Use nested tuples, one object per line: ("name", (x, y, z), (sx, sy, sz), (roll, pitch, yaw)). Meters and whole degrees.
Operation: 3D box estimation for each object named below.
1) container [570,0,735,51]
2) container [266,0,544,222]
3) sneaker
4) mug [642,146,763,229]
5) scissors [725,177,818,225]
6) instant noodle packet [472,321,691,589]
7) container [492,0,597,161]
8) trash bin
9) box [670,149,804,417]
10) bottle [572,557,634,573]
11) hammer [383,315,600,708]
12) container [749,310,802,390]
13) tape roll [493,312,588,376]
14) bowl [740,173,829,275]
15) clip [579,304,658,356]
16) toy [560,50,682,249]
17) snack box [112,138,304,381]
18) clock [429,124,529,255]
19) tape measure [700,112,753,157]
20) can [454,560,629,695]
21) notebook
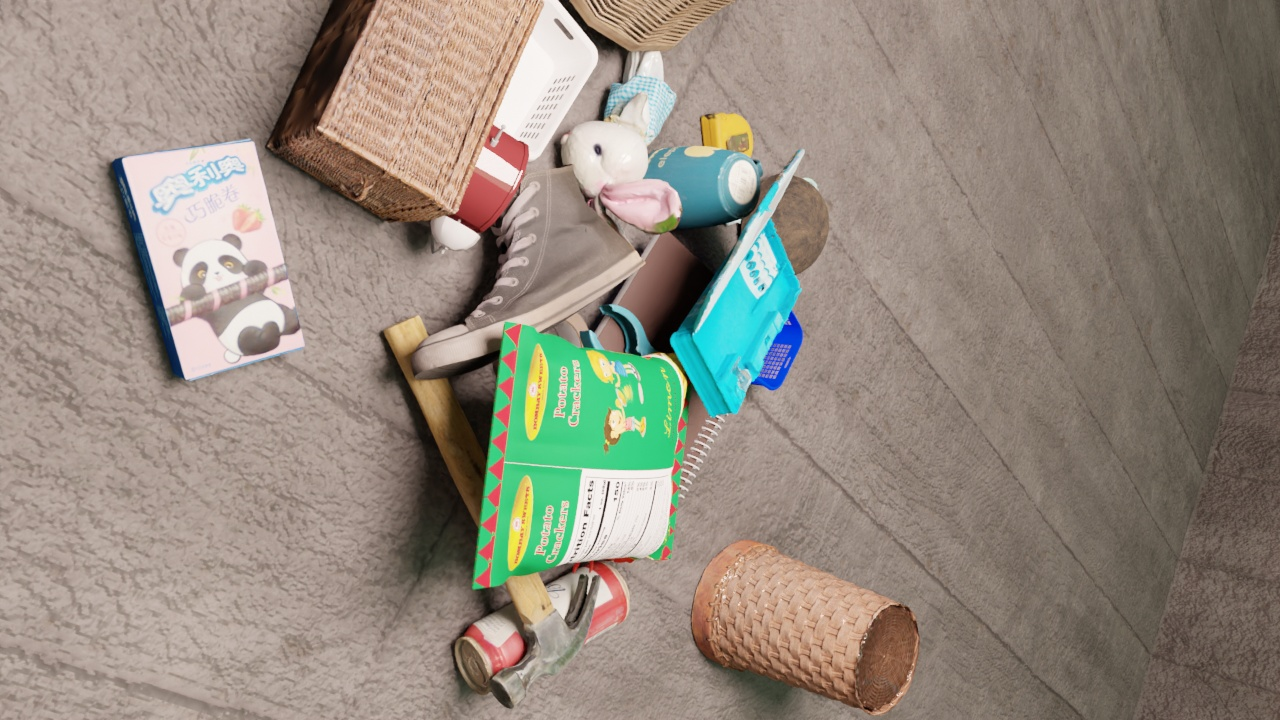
("container", (0.044, -0.392, 0.779), (0.226, 0.197, 0.226), (10, 75, -38))
("container", (-0.175, -0.212, 0.685), (0.112, 0.114, 0.198), (28, 76, -38))
("sneaker", (-0.111, -0.074, 0.763), (0.234, 0.095, 0.120), (-36, 95, -29))
("mug", (0.073, -0.180, 0.928), (0.111, 0.104, 0.084), (-32, 117, -35))
("scissors", (0.157, -0.171, 1.072), (0.175, 0.033, 0.072), (-16, 109, -36))
("instant noodle packet", (-0.035, 0.079, 0.766), (0.252, 0.090, 0.195), (8, 89, -53))
("container", (-0.102, -0.243, 0.793), (0.080, 0.050, 0.129), (43, 67, -38))
("trash bin", (0.183, 0.298, 1.028), (0.151, 0.210, 0.151), (-6, 99, -42))
("box", (0.096, -0.079, 0.868), (0.226, 0.074, 0.181), (-55, 147, -46))
("bottle", (-0.031, 0.152, 0.884), (0.111, 0.099, 0.099), (31, 75, -41))
("hammer", (-0.132, 0.118, 0.783), (0.131, 0.033, 0.330), (-31, 104, -40))
("container", (0.121, -0.029, 1.027), (0.114, 0.058, 0.096), (44, 66, -38))
("tape roll", (-0.090, -0.007, 0.851), (0.093, 0.030, 0.094), (-7, 101, -43))
("bowl", (0.177, -0.150, 1.049), (0.121, 0.056, 0.121), (-16, 115, -38))
("clip", (0.005, -0.011, 0.864), (0.126, 0.028, 0.113), (36, 68, -25))
("toy", (-0.019, -0.209, 0.852), (0.105, 0.131, 0.205), (13, 74, -23))
("snack box", (-0.299, -0.071, 0.642), (0.087, 0.033, 0.154), (-21, 110, -39))
("clock", (-0.135, -0.140, 0.733), (0.044, 0.087, 0.125), (28, 111, -29))
("tape measure", (0.097, -0.235, 0.995), (0.058, 0.030, 0.068), (-19, 109, -38))
("can", (-0.088, 0.249, 0.864), (0.169, 0.067, 0.067), (-20, 109, -40))
("notebook", (0.030, 0.005, 0.905), (0.171, 0.022, 0.208), (40, 69, -26))
